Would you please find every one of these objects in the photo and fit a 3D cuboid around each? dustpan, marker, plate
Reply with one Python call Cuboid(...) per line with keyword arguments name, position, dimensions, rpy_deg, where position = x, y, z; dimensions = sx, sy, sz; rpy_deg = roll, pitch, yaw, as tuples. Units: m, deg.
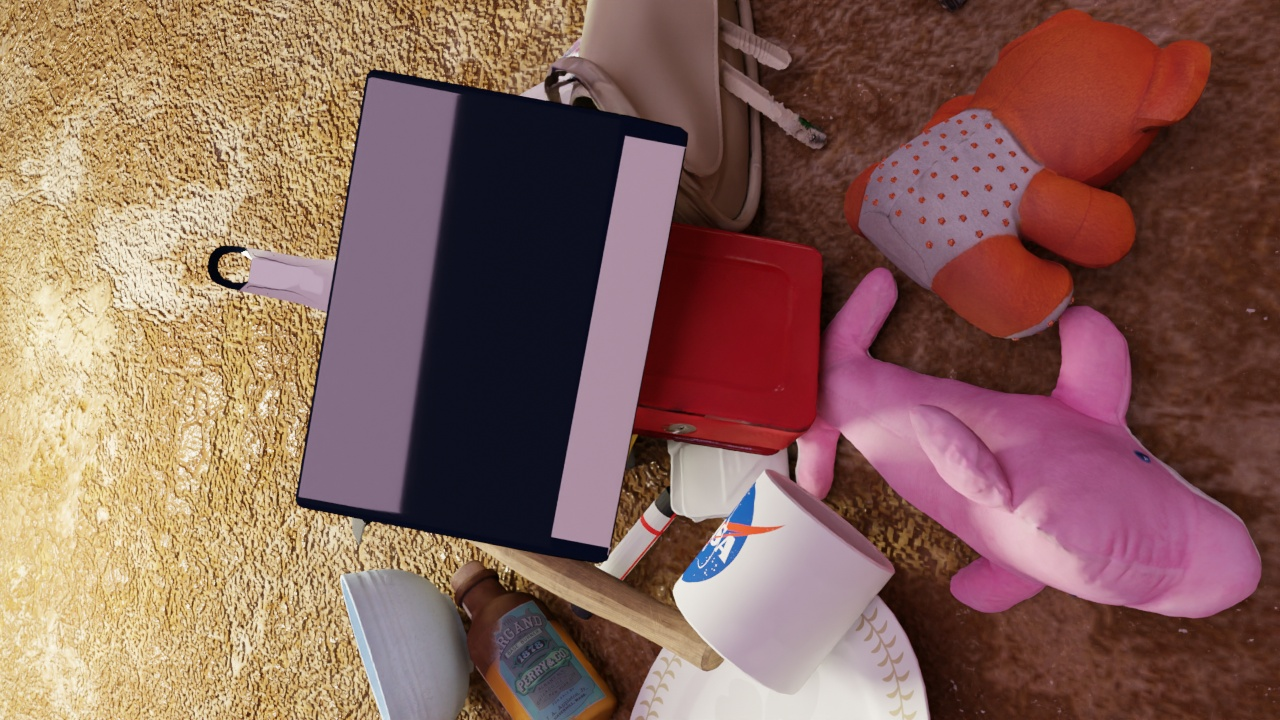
Cuboid(name="dustpan", position=(-0.129, -0.033, 0.523), dimensions=(0.273, 0.080, 0.236), rpy_deg=(11, 93, 1))
Cuboid(name="marker", position=(-0.003, 0.133, 0.667), dimensions=(0.019, 0.019, 0.146), rpy_deg=(47, 111, 26))
Cuboid(name="plate", position=(0.071, 0.237, 0.548), dimensions=(0.243, 0.016, 0.242), rpy_deg=(-38, 34, 31))

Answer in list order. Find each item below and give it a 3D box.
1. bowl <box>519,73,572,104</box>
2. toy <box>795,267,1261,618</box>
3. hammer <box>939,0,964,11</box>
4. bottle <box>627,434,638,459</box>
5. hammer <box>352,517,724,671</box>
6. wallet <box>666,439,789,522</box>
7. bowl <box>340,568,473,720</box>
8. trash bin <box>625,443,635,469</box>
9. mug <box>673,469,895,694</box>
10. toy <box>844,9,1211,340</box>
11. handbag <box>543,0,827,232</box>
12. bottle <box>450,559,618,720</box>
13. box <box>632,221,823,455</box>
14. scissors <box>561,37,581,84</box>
Cuboid(name="bowl", position=(-0.057, -0.178, 0.679), dimensions=(0.105, 0.104, 0.054), rpy_deg=(-12, 116, 31))
Cuboid(name="toy", position=(0.180, 0.053, 0.493), dimensions=(0.266, 0.127, 0.187), rpy_deg=(30, 109, 41))
Cuboid(name="hammer", position=(0.092, -0.271, 0.451), dimensions=(0.098, 0.321, 0.044), rpy_deg=(45, 110, 26))
Cuboid(name="bottle", position=(-0.004, 0.004, 0.629), dimensions=(0.051, 0.051, 0.146), rpy_deg=(-4, 66, 32))
Cuboid(name="hammer", position=(-0.078, 0.142, 0.650), dimensions=(0.306, 0.132, 0.040), rpy_deg=(18, 96, 31))
Cuboid(name="wallet", position=(0.057, 0.047, 0.618), dimensions=(0.086, 0.032, 0.116), rpy_deg=(-14, 69, 26))
Cuboid(name="bowl", position=(-0.178, 0.229, 0.725), dimensions=(0.150, 0.074, 0.151), rpy_deg=(45, 144, 47))
Cuboid(name="trash bin", position=(-0.091, -0.028, 0.634), dimensions=(0.098, 0.191, 0.219), rpy_deg=(-6, 85, 32))
Cuboid(name="mug", position=(0.084, 0.125, 0.544), dimensions=(0.091, 0.121, 0.090), rpy_deg=(37, 96, 6))
Cuboid(name="toy", position=(0.206, -0.109, 0.500), dimensions=(0.172, 0.093, 0.163), rpy_deg=(-45, 38, 11))
Cuboid(name="handbag", position=(0.028, -0.202, 0.584), dimensions=(0.132, 0.184, 0.228), rpy_deg=(-8, 66, 29))
Cuboid(name="bottle", position=(-0.089, 0.216, 0.689), dimensions=(0.157, 0.067, 0.068), rpy_deg=(45, 110, 26))
Cuboid(name="box", position=(0.026, -0.016, 0.574), dimensions=(0.158, 0.087, 0.129), rpy_deg=(9, 69, -4))
Cuboid(name="scissors", position=(-0.038, -0.215, 0.646), dimensions=(0.077, 0.017, 0.173), rpy_deg=(-35, 25, 23))
